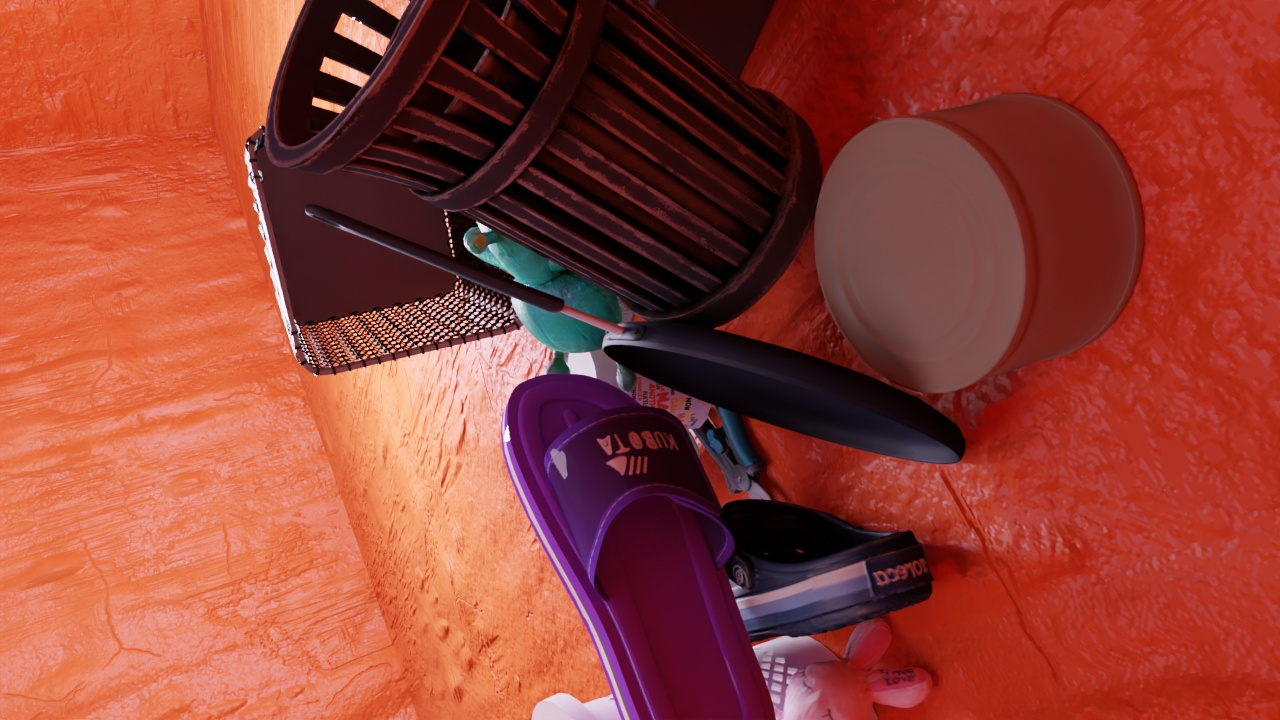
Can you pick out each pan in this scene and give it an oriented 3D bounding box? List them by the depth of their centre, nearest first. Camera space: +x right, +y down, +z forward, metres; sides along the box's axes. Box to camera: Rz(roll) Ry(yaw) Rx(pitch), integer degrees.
[{"bbox_3d":[0.009,-0.010,0.466,0.199,0.356,0.021,4,74,64],"label":"pan"}]

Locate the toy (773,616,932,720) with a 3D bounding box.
[{"bbox_3d":[0.127,0.212,0.578,0.063,0.110,0.047,42,162,48],"label":"toy"}]

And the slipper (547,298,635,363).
[{"bbox_3d":[-0.065,-0.117,0.793,0.055,0.098,0.268,78,175,-71],"label":"slipper"}]

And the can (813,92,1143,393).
[{"bbox_3d":[0.149,-0.053,0.424,0.128,0.073,0.128,38,136,49],"label":"can"}]

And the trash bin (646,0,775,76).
[{"bbox_3d":[-0.019,-0.269,0.599,0.219,0.097,0.192,61,150,21],"label":"trash bin"}]

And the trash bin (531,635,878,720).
[{"bbox_3d":[0.055,0.295,0.649,0.195,0.199,0.196,38,136,49],"label":"trash bin"}]

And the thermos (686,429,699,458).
[{"bbox_3d":[-0.015,0.121,0.817,0.082,0.082,0.232,65,156,17],"label":"thermos"}]

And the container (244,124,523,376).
[{"bbox_3d":[-0.294,-0.146,1.022,0.244,0.245,0.247,22,123,61],"label":"container"}]

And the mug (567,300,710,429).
[{"bbox_3d":[-0.004,0.004,0.695,0.074,0.089,0.105,141,121,-65],"label":"mug"}]

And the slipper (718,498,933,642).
[{"bbox_3d":[0.091,0.134,0.609,0.253,0.105,0.095,-34,71,59],"label":"slipper"}]

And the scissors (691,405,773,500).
[{"bbox_3d":[0.066,0.059,0.697,0.156,0.019,0.125,33,131,53],"label":"scissors"}]

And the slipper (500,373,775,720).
[{"bbox_3d":[0.007,0.107,0.537,0.266,0.107,0.084,66,150,23],"label":"slipper"}]

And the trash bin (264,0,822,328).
[{"bbox_3d":[-0.032,-0.116,0.445,0.165,0.227,0.164,-26,52,38],"label":"trash bin"}]

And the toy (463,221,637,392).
[{"bbox_3d":[-0.066,-0.059,0.595,0.131,0.072,0.193,2,133,38],"label":"toy"}]
